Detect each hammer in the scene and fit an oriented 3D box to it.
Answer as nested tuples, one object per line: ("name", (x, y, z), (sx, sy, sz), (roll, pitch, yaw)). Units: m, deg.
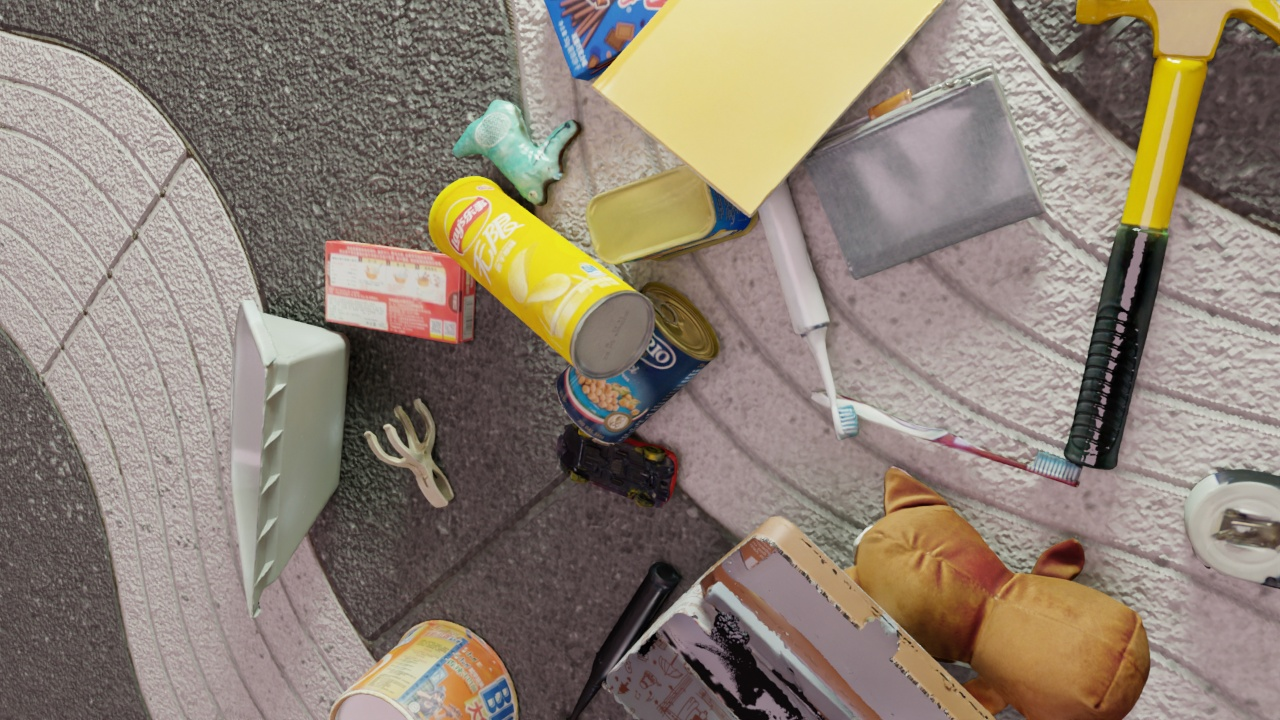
("hammer", (0.306, -0.079, 0.556), (0.129, 0.032, 0.301), (13, 105, 25))

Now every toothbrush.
("toothbrush", (0.208, 0.050, 0.639), (0.188, 0.016, 0.017), (19, 100, 22))
("toothbrush", (0.114, -0.050, 0.652), (0.026, 0.026, 0.221), (-17, 89, 14))
("toothbrush", (-0.028, 0.258, 0.791), (0.213, 0.027, 0.026), (-60, 36, 23))

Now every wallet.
("wallet", (0.184, -0.124, 0.606), (0.130, 0.036, 0.106), (-19, 102, 29))

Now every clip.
("clip", (-0.211, 0.087, 0.828), (0.035, 0.096, 0.101), (-17, 81, 28))

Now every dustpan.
("dustpan", (-0.354, 0.060, 0.823), (0.142, 0.257, 0.223), (10, 105, 0))

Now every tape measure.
("tape measure", (0.370, 0.101, 0.559), (0.066, 0.033, 0.066), (9, 102, 24))

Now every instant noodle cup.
("instant noodle cup", (-0.205, 0.333, 0.846), (0.151, 0.111, 0.151), (5, 102, 26))

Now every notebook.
("notebook", (0.087, -0.214, 0.602), (0.146, 0.010, 0.206), (42, 91, 13))

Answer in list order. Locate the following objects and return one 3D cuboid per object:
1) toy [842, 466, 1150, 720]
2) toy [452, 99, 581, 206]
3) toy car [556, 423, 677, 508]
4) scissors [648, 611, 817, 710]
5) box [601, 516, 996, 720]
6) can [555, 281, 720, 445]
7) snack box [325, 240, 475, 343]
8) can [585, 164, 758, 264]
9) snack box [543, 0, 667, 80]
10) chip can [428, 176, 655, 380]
("toy", (0.224, 0.167, 0.609), (0.200, 0.139, 0.131), (28, 152, 21))
("toy", (-0.095, -0.171, 0.740), (0.097, 0.030, 0.092), (-42, 85, 19))
("toy car", (-0.020, 0.082, 0.749), (0.106, 0.031, 0.049), (16, 106, 22))
("scissors", (0.092, 0.255, 0.736), (0.186, 0.019, 0.129), (-10, 96, 29))
("box", (0.103, 0.214, 0.622), (0.178, 0.102, 0.262), (43, 131, 10))
("can", (-0.004, 0.004, 0.702), (0.111, 0.075, 0.075), (-44, 80, 27))
("snack box", (-0.217, -0.063, 0.822), (0.153, 0.025, 0.075), (9, 103, 24))
("can", (0.023, -0.106, 0.662), (0.102, 0.083, 0.057), (-14, 93, 27))
("snack box", (0.003, -0.278, 0.669), (0.157, 0.026, 0.084), (-20, 90, 28))
("chip can", (-0.080, -0.066, 0.684), (0.213, 0.072, 0.072), (40, 117, 40))
